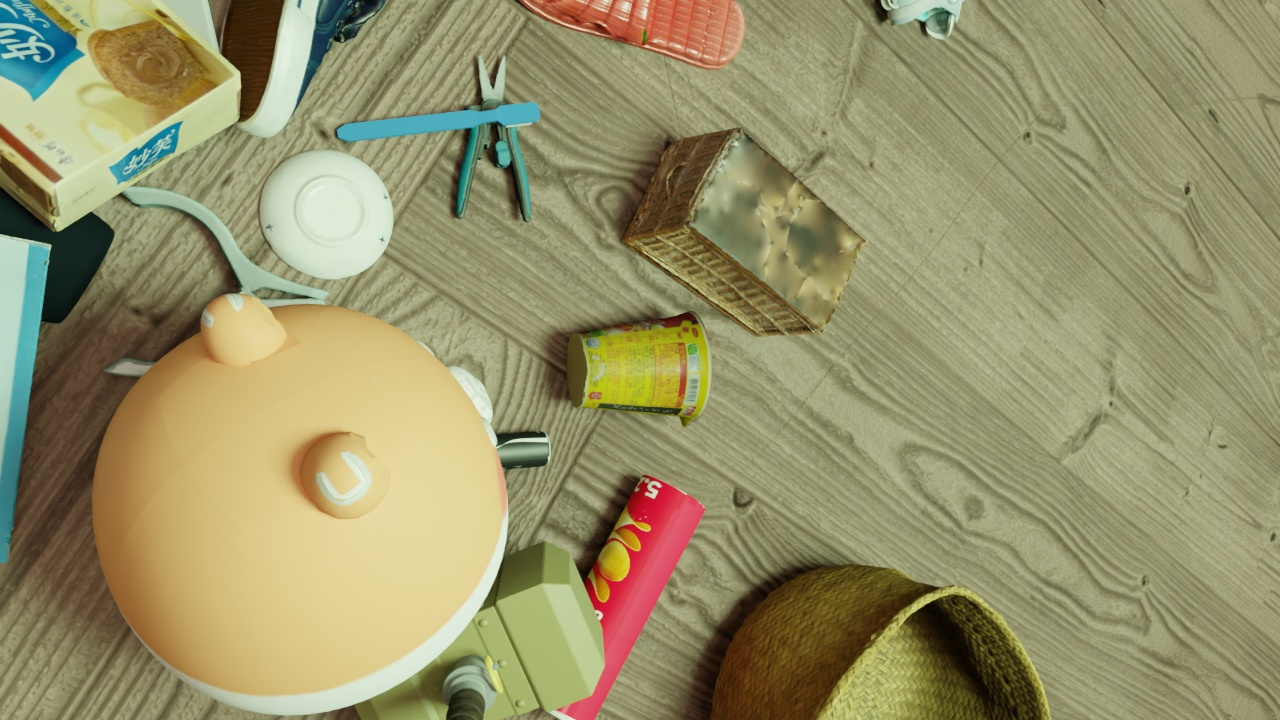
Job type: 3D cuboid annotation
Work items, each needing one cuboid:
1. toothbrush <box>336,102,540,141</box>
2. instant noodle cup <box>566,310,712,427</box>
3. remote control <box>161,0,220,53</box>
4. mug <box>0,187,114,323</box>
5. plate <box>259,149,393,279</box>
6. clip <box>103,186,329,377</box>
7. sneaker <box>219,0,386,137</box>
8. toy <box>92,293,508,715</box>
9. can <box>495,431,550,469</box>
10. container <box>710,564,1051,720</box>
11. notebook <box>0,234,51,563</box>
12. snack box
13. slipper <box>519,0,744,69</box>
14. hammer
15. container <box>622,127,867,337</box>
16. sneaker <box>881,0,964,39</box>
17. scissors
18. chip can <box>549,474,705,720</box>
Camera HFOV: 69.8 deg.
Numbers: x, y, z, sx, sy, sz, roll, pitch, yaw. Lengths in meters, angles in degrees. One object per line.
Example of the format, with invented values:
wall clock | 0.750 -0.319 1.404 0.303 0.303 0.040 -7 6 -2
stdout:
toothbrush | -0.166 -0.198 0.766 0.166 0.014 0.016 -10 90 -14
instant noodle cup | -0.005 0.005 0.825 0.112 0.100 0.100 -1 92 -18
remote control | -0.344 -0.285 0.674 0.045 0.008 0.146 -9 97 10
mug | -0.409 -0.077 0.597 0.094 0.122 0.085 30 83 -26
plate | -0.247 -0.118 0.731 0.104 0.026 0.104 -1 92 -27
clip | -0.337 -0.076 0.686 0.168 0.031 0.164 -26 104 -25
sneaker | -0.223 -0.295 0.709 0.127 0.121 0.294 27 76 -48
toy | -0.215 0.086 0.610 0.265 0.281 0.263 -32 69 -27
can | -0.121 0.079 0.798 0.080 0.032 0.031 -2 92 -27
container | 0.217 0.354 0.887 0.306 0.197 0.307 0 91 -29
notebook | -0.477 0.020 0.559 0.181 0.009 0.254 13 116 -26
snack box | -0.392 -0.204 0.589 0.207 0.055 0.152 42 55 -5
slipper | 0.000 -0.337 0.832 0.248 0.059 0.103 9 88 -28
hammer | -0.122 0.255 0.619 0.190 0.324 0.101 -21 102 0
container | 0.100 -0.114 0.859 0.198 0.113 0.113 33 77 -25
sneaker | 0.362 -0.439 1.003 0.256 0.093 0.160 -11 105 -27
scissors | -0.129 -0.182 0.793 0.118 0.019 0.151 -38 102 -18
chip can | -0.021 0.215 0.832 0.069 0.069 0.220 35 76 -23
